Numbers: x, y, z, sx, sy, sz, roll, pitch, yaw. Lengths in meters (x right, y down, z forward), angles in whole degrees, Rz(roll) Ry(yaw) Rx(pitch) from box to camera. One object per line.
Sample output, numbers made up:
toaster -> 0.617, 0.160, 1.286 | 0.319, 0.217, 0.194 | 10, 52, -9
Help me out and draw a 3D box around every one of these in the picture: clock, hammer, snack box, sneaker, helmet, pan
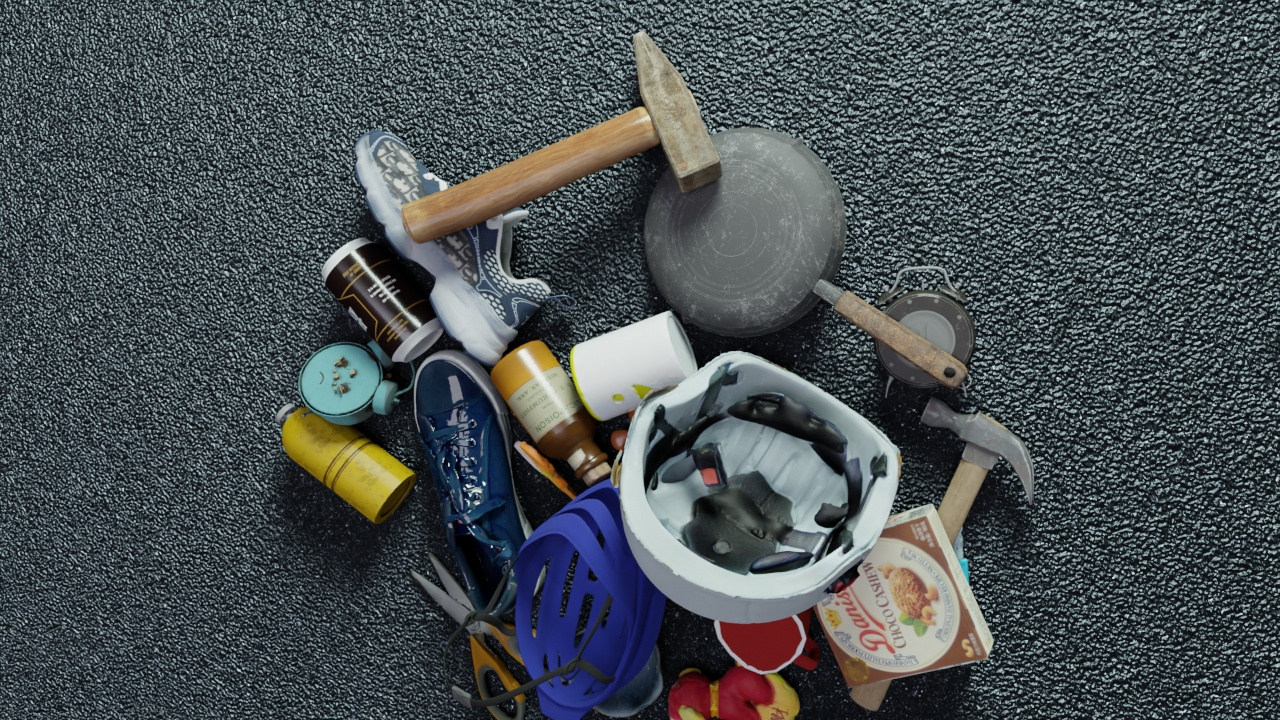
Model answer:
clock -> -0.309, 0.024, 1.005 | 0.124, 0.053, 0.090 | -9, 66, -6
hammer -> 0.278, 0.206, 0.899 | 0.119, 0.030, 0.332 | 26, 107, 22
snack box -> 0.241, 0.230, 0.889 | 0.147, 0.041, 0.143 | -24, 87, 29
hammer -> -0.090, -0.189, 0.873 | 0.301, 0.037, 0.157 | -23, 73, 4
sneaker -> -0.182, -0.135, 0.946 | 0.132, 0.103, 0.269 | -33, 90, 3
helmet -> -0.078, 0.233, 0.863 | 0.148, 0.227, 0.241 | 13, 97, 36
helmet -> 0.093, 0.136, 0.837 | 0.237, 0.263, 0.164 | 30, 139, 20
clock -> 0.266, -0.026, 0.860 | 0.091, 0.043, 0.123 | -1, 96, 19
sneaker -> -0.182, 0.135, 0.967 | 0.121, 0.127, 0.294 | -14, 94, 18
pan -> 0.152, -0.079, 0.857 | 0.357, 0.040, 0.208 | 36, 105, 17

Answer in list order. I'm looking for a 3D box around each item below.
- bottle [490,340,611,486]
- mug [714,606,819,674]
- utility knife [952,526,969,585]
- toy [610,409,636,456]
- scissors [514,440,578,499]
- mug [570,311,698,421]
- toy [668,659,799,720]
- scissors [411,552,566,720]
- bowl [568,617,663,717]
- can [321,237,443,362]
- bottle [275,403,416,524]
bottle -> -0.085, 0.059, 0.945 | 0.068, 0.067, 0.157 | -39, 79, 17
mug -> 0.136, 0.262, 0.917 | 0.116, 0.096, 0.081 | 47, 107, 3
utility knife -> 0.317, 0.220, 0.905 | 0.022, 0.015, 0.158 | 1, 99, 23
toy -> 0.010, 0.113, 0.952 | 0.095, 0.065, 0.127 | -12, 87, 11
scissors -> -0.090, 0.130, 0.987 | 0.012, 0.084, 0.133 | -47, 112, -13
mug -> -0.005, 0.005, 0.918 | 0.106, 0.082, 0.082 | -21, 94, 16
toy -> 0.098, 0.357, 0.965 | 0.137, 0.067, 0.105 | 5, 97, 6
scissors -> -0.168, 0.308, 1.049 | 0.166, 0.016, 0.225 | -30, 89, 17
bowl -> -0.023, 0.322, 0.991 | 0.110, 0.055, 0.110 | 3, 100, 14
can -> -0.274, -0.064, 0.983 | 0.072, 0.071, 0.128 | -43, 87, 17
bottle -> -0.339, 0.108, 1.030 | 0.164, 0.071, 0.071 | 36, 106, 6
